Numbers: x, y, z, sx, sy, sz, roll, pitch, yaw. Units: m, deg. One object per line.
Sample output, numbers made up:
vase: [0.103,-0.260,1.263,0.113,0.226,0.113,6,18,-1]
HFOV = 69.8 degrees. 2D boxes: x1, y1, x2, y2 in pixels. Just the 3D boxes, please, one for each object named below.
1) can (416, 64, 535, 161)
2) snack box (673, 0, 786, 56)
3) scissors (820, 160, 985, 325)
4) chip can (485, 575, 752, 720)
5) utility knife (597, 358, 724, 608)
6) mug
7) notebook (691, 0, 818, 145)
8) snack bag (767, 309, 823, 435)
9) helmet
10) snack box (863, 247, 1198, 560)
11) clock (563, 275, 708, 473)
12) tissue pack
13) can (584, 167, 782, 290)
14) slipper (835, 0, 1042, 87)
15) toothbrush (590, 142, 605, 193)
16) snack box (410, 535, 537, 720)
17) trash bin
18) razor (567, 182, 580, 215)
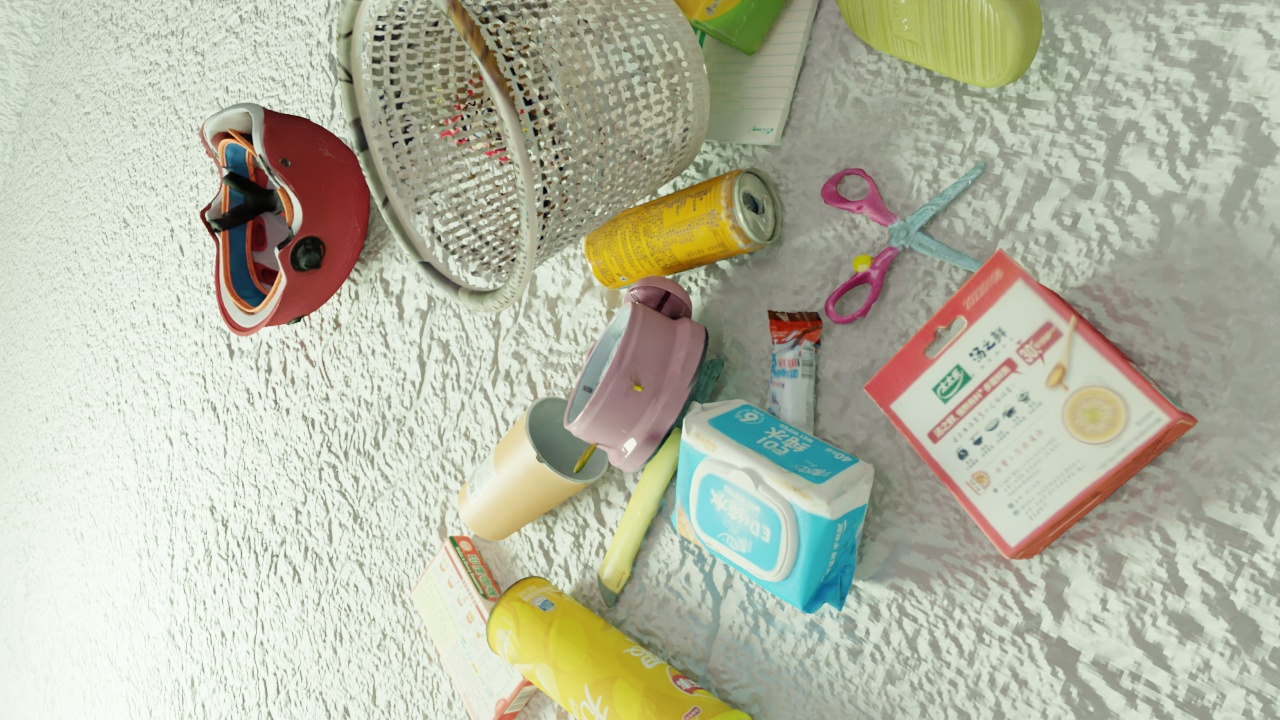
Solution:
can: [-0.149,-0.224,0.830,0.067,0.093,0.066,-9,77,41]
snack box: [0.044,-0.344,0.678,0.210,0.070,0.158,50,118,37]
scissors: [0.160,-0.083,0.584,0.134,0.017,0.135,-43,55,23]
chip can: [-0.020,0.229,0.653,0.214,0.072,0.072,21,97,43]
utility knife: [0.011,0.090,0.682,0.031,0.022,0.213,36,113,39]
mug: [-0.093,0.093,0.740,0.123,0.078,0.078,-42,57,34]
notebook: [0.072,-0.269,0.697,0.150,0.012,0.209,17,94,43]
snack bag: [0.100,0.018,0.612,0.048,0.026,0.104,3,85,51]
helmet: [-0.372,-0.149,0.988,0.207,0.143,0.240,20,110,42]
snack box: [0.207,0.024,0.503,0.113,0.044,0.127,-50,55,24]
clock: [-0.004,0.004,0.660,0.117,0.060,0.158,-55,12,34]
tissue pack: [0.078,0.089,0.578,0.140,0.063,0.090,28,123,40]
can: [0.028,-0.094,0.673,0.146,0.058,0.058,-12,74,40]
slipper: [0.184,-0.230,0.555,0.081,0.092,0.190,-27,46,-8]
toothbrush: [-0.040,-0.226,0.740,0.017,0.012,0.186,23,123,53]
snack box: [-0.143,0.234,0.789,0.077,0.027,0.155,-55,52,21]
trash bin: [-0.068,-0.171,0.630,0.227,0.191,0.228,34,138,37]
razor: [-0.042,-0.193,0.780,0.042,0.022,0.143,10,94,-1]
